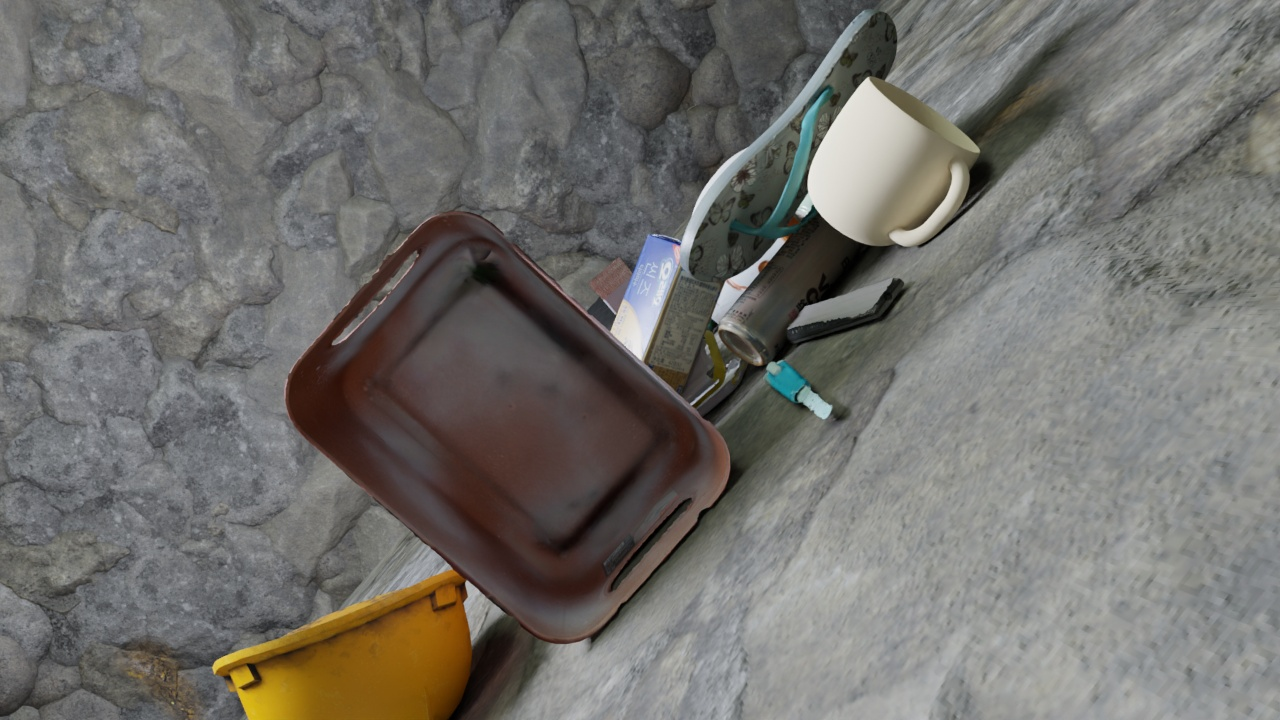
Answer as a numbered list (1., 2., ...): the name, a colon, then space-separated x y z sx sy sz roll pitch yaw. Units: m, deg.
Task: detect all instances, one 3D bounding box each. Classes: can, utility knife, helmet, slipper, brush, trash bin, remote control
1. can: 0.122 -0.060 0.755 0.135 0.054 0.054 -49 7 -14
2. utility knife: 0.101 0.020 0.604 0.022 0.015 0.176 -48 6 6
3. helmet: -0.221 0.263 0.744 0.205 0.131 0.256 -18 -9 -18
4. slipper: 0.136 -0.159 0.734 0.268 0.055 0.098 -52 -35 -8
5. brush: 0.005 -0.043 0.998 0.045 0.143 0.008 -41 7 -13
6. trash bin: -0.089 0.041 0.655 0.181 0.259 0.157 -48 5 -1
7. remote control: 0.143 -0.034 0.659 0.033 0.013 0.137 -51 9 -15

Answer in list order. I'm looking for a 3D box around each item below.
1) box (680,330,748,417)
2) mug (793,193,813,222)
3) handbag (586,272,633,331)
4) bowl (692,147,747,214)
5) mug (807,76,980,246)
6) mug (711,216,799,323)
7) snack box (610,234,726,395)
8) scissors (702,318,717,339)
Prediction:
1. box: 0.011 0.055 0.839 0.211 0.070 0.067 -44 28 33
2. mug: 0.192 -0.155 0.797 0.104 0.084 0.111 -56 36 -1
3. handbag: -0.004 -0.035 1.117 0.125 0.115 0.154 -42 19 -12
4. bowl: 0.118 -0.160 0.908 0.176 0.066 0.177 -24 -28 -14
5. mug: 0.181 -0.129 0.663 0.100 0.096 0.120 -56 44 29
6. mug: 0.109 -0.086 0.858 0.105 0.082 0.082 -45 8 27
7. snack box: 0.005 -0.001 0.779 0.057 0.056 0.207 27 98 50
8. scissors: 0.125 -0.092 1.069 0.203 0.015 0.202 -54 8 -31
